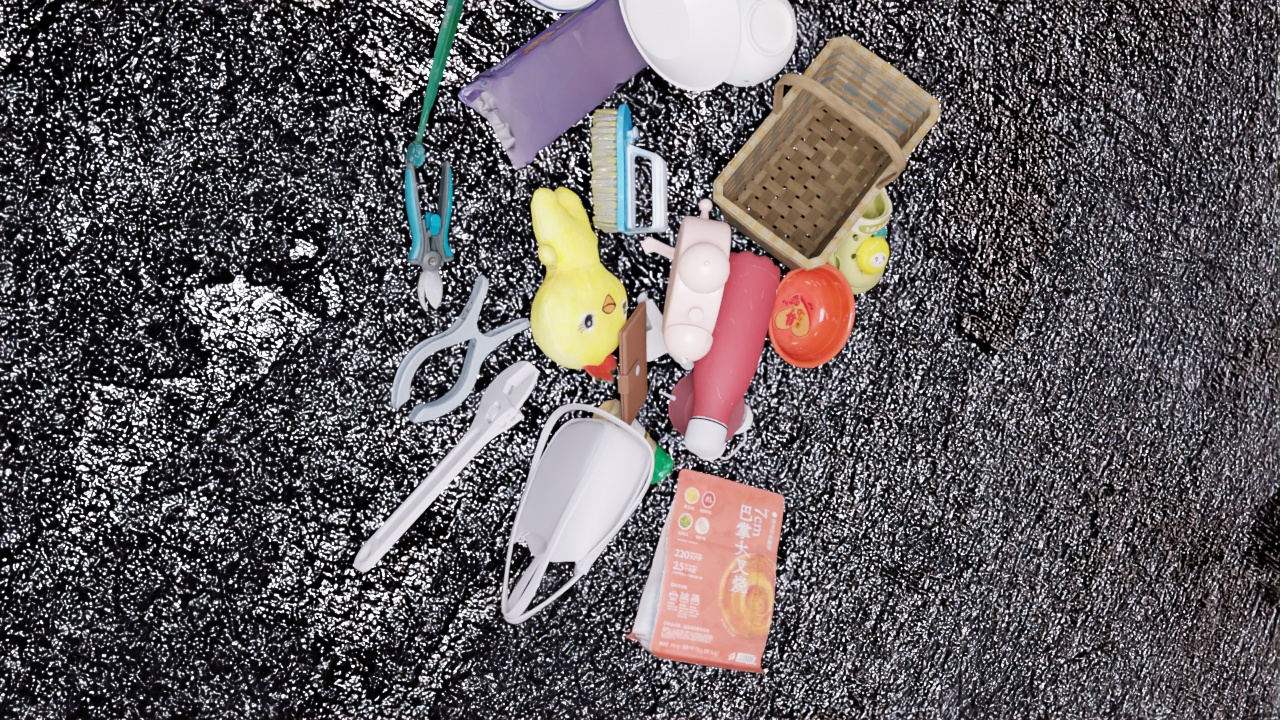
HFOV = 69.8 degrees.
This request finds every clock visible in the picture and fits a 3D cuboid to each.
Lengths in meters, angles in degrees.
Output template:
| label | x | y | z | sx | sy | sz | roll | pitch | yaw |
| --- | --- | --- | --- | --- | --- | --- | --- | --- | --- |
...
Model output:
| label | x | y | z | sx | sy | sz | roll | pitch | yaw |
| --- | --- | --- | --- | --- | --- | --- | --- | --- | --- |
| clock | 0.048 | -0.086 | 0.976 | 0.086 | 0.160 | 0.131 | 7 | 121 | -8 |
| clock | 0.084 | 0.064 | 1.097 | 0.087 | 0.044 | 0.124 | -42 | 116 | -14 |

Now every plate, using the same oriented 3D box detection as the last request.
| label | x | y | z | sx | sy | sz | roll | pitch | yaw |
| --- | --- | --- | --- | --- | --- | --- | --- | --- | --- |
| plate | 0.031 | -0.359 | 0.939 | 0.173 | 0.036 | 0.174 | 3 | 85 | -41 |

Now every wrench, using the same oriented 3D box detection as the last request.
| label | x | y | z | sx | sy | sz | roll | pitch | yaw |
| --- | --- | --- | --- | --- | --- | --- | --- | --- | --- |
| wrench | -0.202 | 0.108 | 0.953 | 0.273 | 0.087 | 0.018 | -47 | 117 | 0 |

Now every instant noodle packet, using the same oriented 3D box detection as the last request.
| label | x | y | z | sx | sy | sz | roll | pitch | yaw |
| --- | --- | --- | --- | --- | --- | --- | --- | --- | --- |
| instant noodle packet | 0.093 | 0.257 | 1.132 | 0.164 | 0.084 | 0.220 | 17 | 83 | -24 |

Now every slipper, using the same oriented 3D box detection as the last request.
| label | x | y | z | sx | sy | sz | roll | pitch | yaw |
| --- | --- | --- | --- | --- | --- | --- | --- | --- | --- |
| slipper | 0.276 | -0.176 | 1.129 | 0.091 | 0.082 | 0.190 | -17 | 105 | -27 |

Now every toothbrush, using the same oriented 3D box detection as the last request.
| label | x | y | z | sx | sy | sz | roll | pitch | yaw |
| --- | --- | --- | --- | --- | --- | --- | --- | --- | --- |
| toothbrush | -0.199 | -0.280 | 0.897 | 0.016 | 0.017 | 0.190 | 14 | 94 | -30 |

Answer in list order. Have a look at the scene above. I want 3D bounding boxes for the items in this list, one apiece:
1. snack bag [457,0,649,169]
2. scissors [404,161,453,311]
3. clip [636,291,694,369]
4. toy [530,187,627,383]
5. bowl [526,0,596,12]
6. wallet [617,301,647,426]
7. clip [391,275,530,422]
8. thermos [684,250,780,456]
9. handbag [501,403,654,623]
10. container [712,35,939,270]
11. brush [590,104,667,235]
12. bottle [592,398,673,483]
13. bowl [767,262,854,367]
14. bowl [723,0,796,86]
| label | x | y | z | sx | sy | sz | roll | pitch | yaw |
| --- | --- | --- | --- | --- | --- | --- | --- | --- | --- |
| snack bag | -0.078 | -0.291 | 0.934 | 0.205 | 0.058 | 0.096 | -42 | 116 | -15 |
| scissors | -0.208 | -0.129 | 0.918 | 0.149 | 0.019 | 0.131 | -51 | 128 | -11 |
| clip | 0.019 | -0.025 | 1.053 | 0.102 | 0.058 | 0.053 | 56 | 50 | -24 |
| toy | -0.071 | -0.077 | 0.960 | 0.133 | 0.092 | 0.208 | -26 | 114 | -59 |
| bowl | -0.089 | -0.401 | 0.904 | 0.118 | 0.062 | 0.118 | -6 | 103 | -26 |
| wallet | -0.006 | 0.006 | 1.008 | 0.013 | 0.087 | 0.121 | 7 | 119 | 15 |
| clip | -0.181 | 0.004 | 0.959 | 0.106 | 0.028 | 0.163 | 42 | 81 | -29 |
| thermos | 0.099 | -0.006 | 1.037 | 0.073 | 0.073 | 0.239 | 27 | 69 | -29 |
| handbag | -0.083 | 0.163 | 0.935 | 0.095 | 0.216 | 0.222 | 34 | 74 | -19 |
| container | 0.203 | -0.230 | 1.000 | 0.157 | 0.186 | 0.249 | 38 | 80 | 5 |
| brush | -0.011 | -0.203 | 0.971 | 0.075 | 0.055 | 0.136 | -1 | 93 | 12 |
| bottle | -0.008 | 0.093 | 1.056 | 0.043 | 0.043 | 0.111 | -46 | 116 | -12 |
| bowl | 0.200 | -0.059 | 1.131 | 0.130 | 0.045 | 0.130 | -6 | 103 | -26 |
| bowl | 0.128 | -0.367 | 1.023 | 0.113 | 0.063 | 0.113 | -5 | 102 | -26 |
